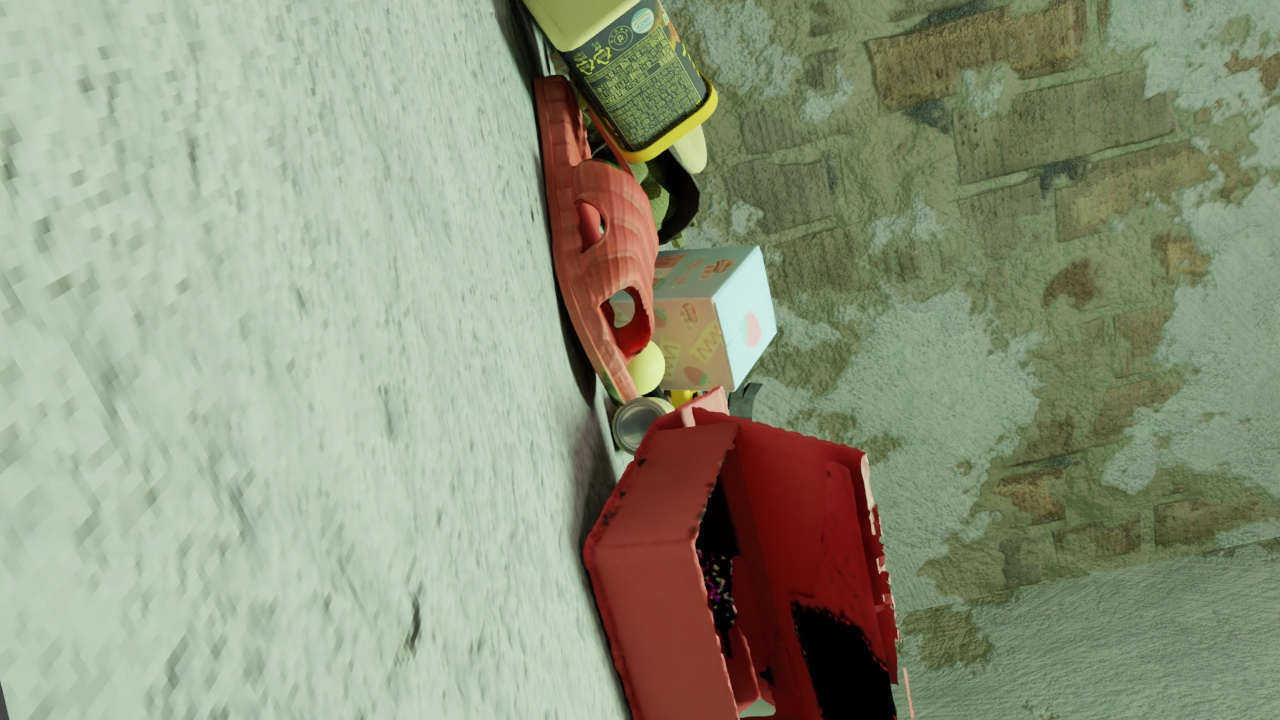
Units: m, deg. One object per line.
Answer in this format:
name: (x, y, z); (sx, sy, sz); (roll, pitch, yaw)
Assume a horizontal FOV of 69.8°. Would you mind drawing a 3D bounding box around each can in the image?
can: (-0.021, -0.209, 0.591); (0.101, 0.072, 0.130); (47, 10, -49)
can: (0.005, 0.044, 0.617); (0.079, 0.038, 0.038); (20, 57, -83)

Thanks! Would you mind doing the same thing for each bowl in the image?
bowl: (0.083, 0.298, 0.678); (0.117, 0.061, 0.117); (-13, 89, -84)

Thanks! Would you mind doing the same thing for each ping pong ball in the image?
ping pong ball: (-0.004, 0.004, 0.616); (0.040, 0.040, 0.040); (-12, 89, -84)

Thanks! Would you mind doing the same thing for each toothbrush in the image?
toothbrush: (-0.034, -0.177, 0.657); (0.015, 0.015, 0.184); (64, 0, -49)

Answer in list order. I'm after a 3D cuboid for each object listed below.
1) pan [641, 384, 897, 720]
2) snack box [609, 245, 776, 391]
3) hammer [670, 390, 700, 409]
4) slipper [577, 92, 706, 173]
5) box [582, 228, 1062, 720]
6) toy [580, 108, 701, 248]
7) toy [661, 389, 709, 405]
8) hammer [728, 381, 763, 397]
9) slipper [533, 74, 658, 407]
pan: (0.075, 0.165, 0.713); (0.356, 0.044, 0.204); (59, -22, -16)
snack box: (0.039, -0.032, 0.694); (0.092, 0.095, 0.079); (-48, 130, -49)
hammer: (0.047, 0.062, 0.828); (0.169, 0.034, 0.324); (-20, 105, -58)
slipper: (-0.030, -0.266, 0.833); (0.261, 0.079, 0.111); (45, 34, -42)
box: (0.140, 0.088, 0.590); (0.465, 0.138, 0.215); (-34, 116, -48)
toy: (-0.008, -0.151, 0.731); (0.179, 0.078, 0.152); (48, 13, -26)
toy: (0.034, 0.052, 0.922); (0.103, 0.070, 0.090); (149, -57, -72)
hammer: (0.102, 0.089, 0.772); (0.300, 0.028, 0.111); (-107, -161, -81)
slipper: (-0.020, -0.084, 0.575); (0.103, 0.059, 0.248); (67, 10, -58)
